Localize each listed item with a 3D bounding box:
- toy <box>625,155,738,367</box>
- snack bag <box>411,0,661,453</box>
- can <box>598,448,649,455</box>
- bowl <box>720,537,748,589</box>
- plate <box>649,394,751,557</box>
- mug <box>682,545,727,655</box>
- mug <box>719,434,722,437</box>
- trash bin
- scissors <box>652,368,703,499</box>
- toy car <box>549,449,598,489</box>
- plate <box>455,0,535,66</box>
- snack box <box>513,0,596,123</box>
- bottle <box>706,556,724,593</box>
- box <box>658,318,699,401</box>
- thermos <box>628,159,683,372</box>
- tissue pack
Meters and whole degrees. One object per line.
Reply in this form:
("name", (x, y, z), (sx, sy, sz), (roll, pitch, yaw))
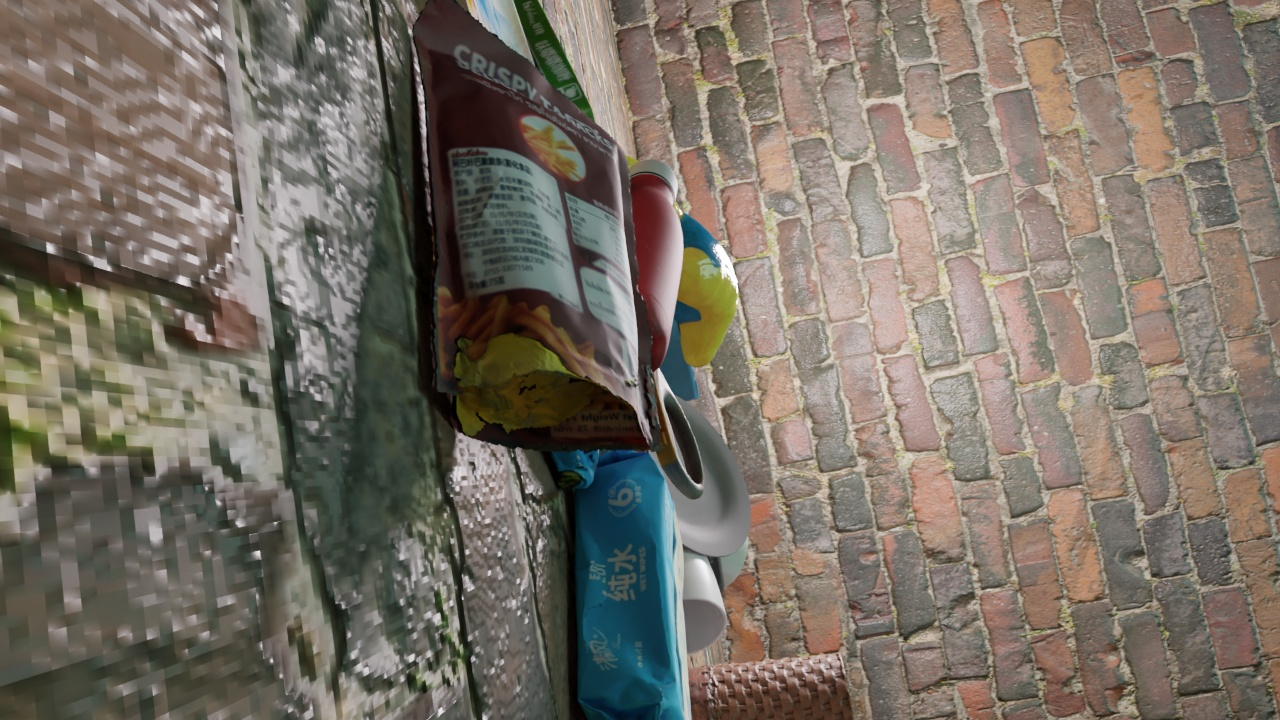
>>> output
("toy", (0.012, -0.112, 0.847), (0.214, 0.084, 0.149), (53, -11, 33))
("snack bag", (-0.042, -0.064, 0.423), (0.138, 0.067, 0.207), (21, 52, -42))
("can", (-0.021, 0.052, 0.692), (0.096, 0.054, 0.054), (-93, 171, -60))
("bowl", (0.064, 0.220, 1.106), (0.065, 0.117, 0.116), (27, 46, -46))
("plate", (0.039, 0.105, 0.868), (0.178, 0.012, 0.178), (33, 36, -28))
("mug", (0.018, 0.194, 0.811), (0.114, 0.081, 0.087), (39, 22, -32))
("mug", (0.042, 0.127, 0.993), (0.115, 0.107, 0.080), (5, 74, -86))
("trash bin", (0.176, 0.479, 1.239), (0.151, 0.210, 0.151), (-8, 88, -85))
("scissors", (-0.005, 0.003, 0.676), (0.229, 0.016, 0.224), (62, 24, 1))
("toy car", (-0.044, 0.042, 0.562), (0.105, 0.032, 0.048), (72, 9, -52))
("plate", (-0.086, -0.181, 0.582), (0.186, 0.016, 0.187), (-98, 172, -47))
("snack box", (-0.059, -0.197, 0.744), (0.132, 0.027, 0.168), (74, -6, -53))
("bottle", (0.050, 0.229, 1.027), (0.046, 0.084, 0.173), (68, 14, -70))
("box", (0.001, -0.065, 1.059), (0.112, 0.094, 0.232), (-99, 176, -54))
("thermos", (-0.006, -0.076, 0.639), (0.239, 0.073, 0.073), (-78, 159, -53))
("tissue pack", (-0.003, 0.167, 0.585), (0.117, 0.066, 0.209), (77, 6, -45))
